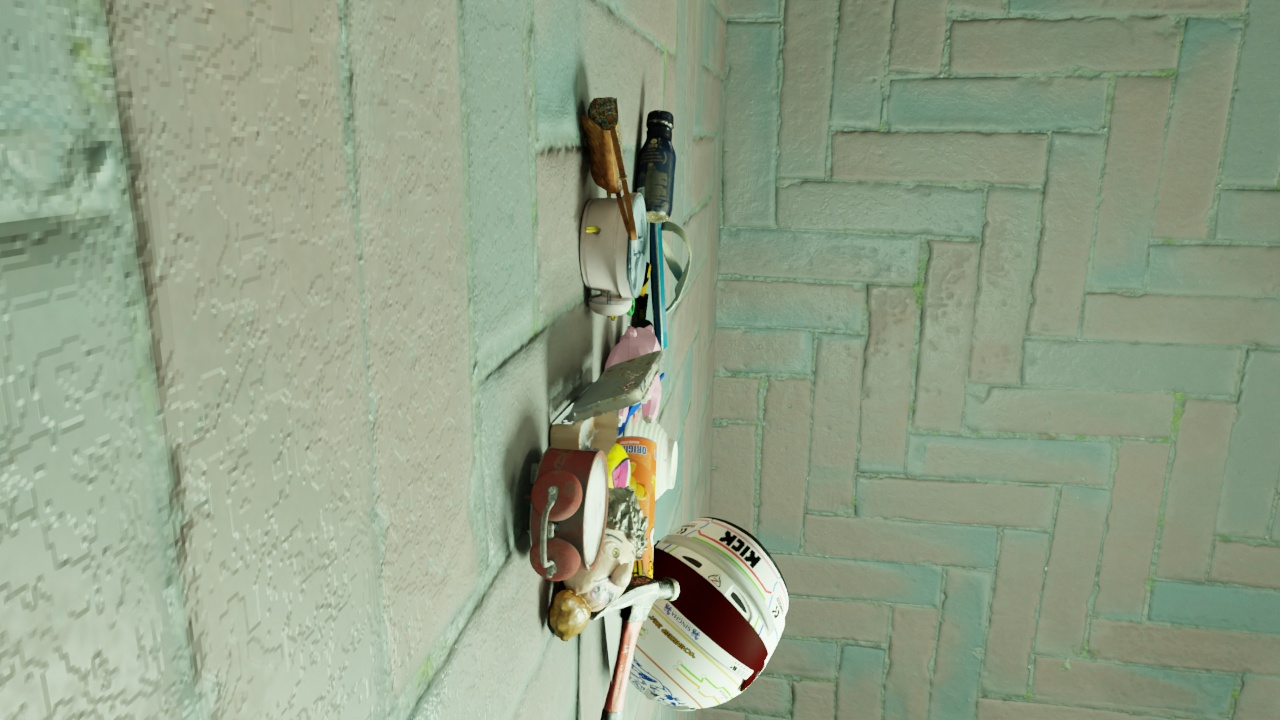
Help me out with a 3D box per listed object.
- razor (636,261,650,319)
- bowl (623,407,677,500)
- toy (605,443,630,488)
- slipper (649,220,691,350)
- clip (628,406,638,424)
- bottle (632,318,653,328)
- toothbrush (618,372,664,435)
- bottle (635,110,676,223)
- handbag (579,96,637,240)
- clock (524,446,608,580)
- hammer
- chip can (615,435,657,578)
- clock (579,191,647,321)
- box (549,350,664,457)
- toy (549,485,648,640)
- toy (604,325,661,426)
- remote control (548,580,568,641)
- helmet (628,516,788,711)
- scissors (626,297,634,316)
[{"bbox_3d":[0.004,-0.107,1.349,0.144,0.021,0.044,100,-3,-68],"label":"razor"},{"bbox_3d":[0.018,0.157,1.405,0.177,0.071,0.177,4,89,-81],"label":"bowl"},{"bbox_3d":[-0.038,0.149,1.131,0.094,0.041,0.095,59,38,-69],"label":"toy"},{"bbox_3d":[0.043,-0.159,1.417,0.118,0.060,0.294,117,-28,-81],"label":"slipper"},{"bbox_3d":[-0.010,0.064,1.301,0.022,0.039,0.059,-57,146,-60],"label":"clip"},{"bbox_3d":[0.007,-0.009,1.400,0.123,0.033,0.033,85,12,-47],"label":"bottle"},{"bbox_3d":[-0.003,0.059,1.288,0.186,0.011,0.016,-49,141,-56],"label":"toothbrush"},{"bbox_3d":[0.024,-0.282,1.332,0.056,0.056,0.160,53,41,-77],"label":"bottle"},{"bbox_3d":[-0.029,-0.184,0.935,0.094,0.043,0.195,85,-6,-48],"label":"handbag"},{"bbox_3d":[-0.073,0.137,0.819,0.156,0.062,0.110,-35,128,-79],"label":"clock"},{"bbox_3d":[-0.040,0.420,1.103,0.140,0.036,0.326,7,97,-42],"label":"hammer"},{"bbox_3d":[-0.013,0.208,1.196,0.062,0.062,0.210,75,16,-64],"label":"chip can"},{"bbox_3d":[-0.028,-0.116,1.040,0.116,0.059,0.158,-77,167,-44],"label":"clock"},{"bbox_3d":[-0.027,0.059,0.992,0.216,0.094,0.121,-51,146,-75],"label":"box"},{"bbox_3d":[-0.042,0.206,0.949,0.133,0.076,0.175,56,49,-42],"label":"toy"},{"bbox_3d":[-0.007,0.007,1.207,0.123,0.067,0.157,79,13,-54],"label":"toy"},{"bbox_3d":[-0.073,0.227,0.988,0.045,0.021,0.140,64,32,-50],"label":"remote control"},{"bbox_3d":[0.073,0.376,1.313,0.235,0.231,0.315,-45,161,-19],"label":"helmet"},{"bbox_3d":[-0.018,-0.116,1.267,0.132,0.013,0.078,71,21,-69],"label":"scissors"}]
